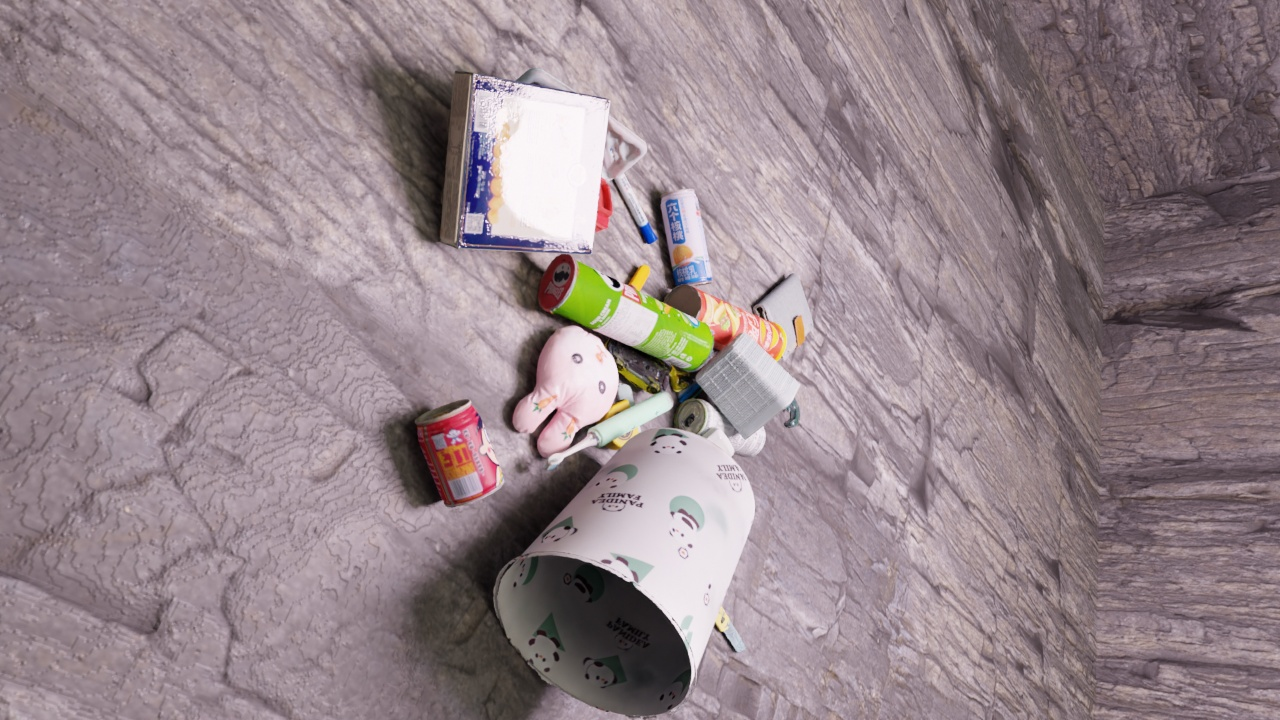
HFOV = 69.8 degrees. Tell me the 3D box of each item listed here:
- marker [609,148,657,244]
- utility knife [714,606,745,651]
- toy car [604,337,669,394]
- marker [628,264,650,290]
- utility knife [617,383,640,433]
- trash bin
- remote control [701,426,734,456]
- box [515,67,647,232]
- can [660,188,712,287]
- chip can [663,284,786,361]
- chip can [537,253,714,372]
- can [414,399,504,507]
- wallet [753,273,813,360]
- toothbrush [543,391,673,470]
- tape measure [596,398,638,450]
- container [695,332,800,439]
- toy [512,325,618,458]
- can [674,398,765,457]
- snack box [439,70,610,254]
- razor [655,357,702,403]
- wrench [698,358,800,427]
[{"bbox_3d":[-0.016,-0.223,1.236,0.016,0.017,0.146,-50,119,-43],"label":"marker"},{"bbox_3d":[0.097,0.333,1.262,0.030,0.021,0.201,-48,123,-37],"label":"utility knife"},{"bbox_3d":[-0.007,0.007,1.188,0.105,0.032,0.048,36,50,-26],"label":"toy car"},{"bbox_3d":[-0.018,-0.081,1.207,0.018,0.015,0.123,50,51,-29],"label":"marker"},{"bbox_3d":[0.004,0.141,1.178,0.018,0.034,0.234,-155,-129,-86],"label":"utility knife"},{"bbox_3d":[0.000,0.218,1.018,0.229,0.230,0.251,63,37,-20],"label":"trash bin"},{"bbox_3d":[0.069,0.143,1.217,0.124,0.024,0.049,-40,115,-11],"label":"remote control"},{"bbox_3d":[-0.085,-0.247,1.093,0.201,0.100,0.110,24,54,-44],"label":"box"},{"bbox_3d":[0.064,-0.170,1.290,0.053,0.053,0.134,-12,92,-50],"label":"can"},{"bbox_3d":[0.123,-0.047,1.322,0.216,0.073,0.073,17,69,-46],"label":"chip can"},{"bbox_3d":[-0.013,-0.054,1.136,0.235,0.072,0.072,24,65,-36],"label":"chip can"},{"bbox_3d":[-0.185,0.093,0.932,0.066,0.067,0.094,-32,106,-48],"label":"can"},{"bbox_3d":[0.240,-0.070,1.492,0.129,0.037,0.106,-40,112,-46],"label":"wallet"},{"bbox_3d":[-0.035,0.083,1.099,0.026,0.027,0.223,43,39,19],"label":"toothbrush"},{"bbox_3d":[-0.031,0.084,1.146,0.057,0.029,0.060,-23,93,-48],"label":"tape measure"},{"bbox_3d":[0.144,0.031,1.258,0.111,0.090,0.089,47,25,0],"label":"container"},{"bbox_3d":[-0.084,0.037,1.078,0.121,0.054,0.159,49,57,-31],"label":"toy"},{"bbox_3d":[0.114,0.096,1.291,0.146,0.058,0.058,21,67,-46],"label":"can"},{"bbox_3d":[-0.125,-0.212,1.013,0.182,0.046,0.178,-2,106,-40],"label":"snack box"},{"bbox_3d":[0.032,0.006,1.243,0.042,0.022,0.142,-46,124,-3],"label":"razor"},{"bbox_3d":[0.171,0.045,1.403,0.273,0.016,0.056,26,63,-45],"label":"wrench"}]
